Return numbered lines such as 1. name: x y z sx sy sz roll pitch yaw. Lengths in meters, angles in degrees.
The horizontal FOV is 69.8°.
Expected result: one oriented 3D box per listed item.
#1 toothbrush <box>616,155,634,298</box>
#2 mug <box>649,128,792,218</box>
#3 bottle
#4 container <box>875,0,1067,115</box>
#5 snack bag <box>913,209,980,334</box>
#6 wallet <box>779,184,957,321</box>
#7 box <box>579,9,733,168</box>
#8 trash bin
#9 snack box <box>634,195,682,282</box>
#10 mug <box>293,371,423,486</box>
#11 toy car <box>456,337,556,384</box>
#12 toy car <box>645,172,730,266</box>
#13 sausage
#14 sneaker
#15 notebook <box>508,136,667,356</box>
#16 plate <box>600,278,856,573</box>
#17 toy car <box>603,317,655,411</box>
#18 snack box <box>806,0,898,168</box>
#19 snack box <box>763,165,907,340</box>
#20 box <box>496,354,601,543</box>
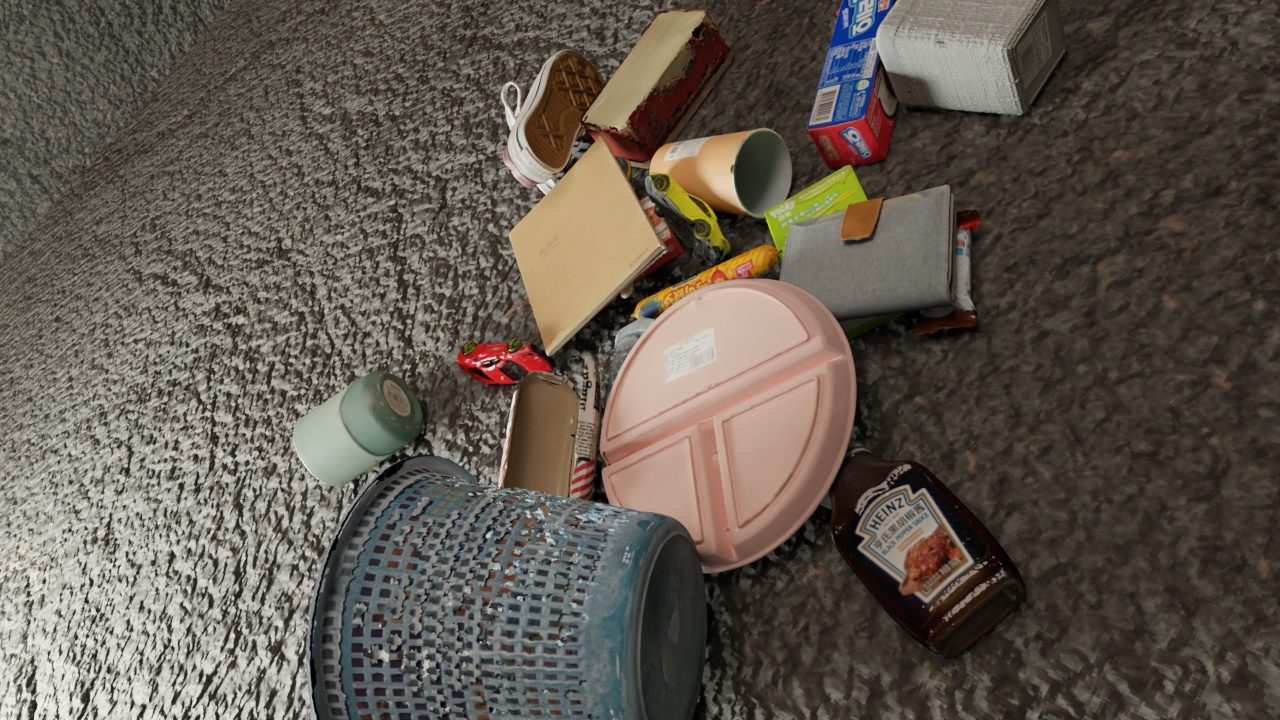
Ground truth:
1. toothbrush: -0.016 -0.133 0.884 0.016 0.018 0.191 -22 47 25
2. mug: 0.069 -0.173 0.850 0.123 0.078 0.078 13 67 47
3. bottle: 0.157 0.097 0.597 0.080 0.044 0.195 -44 42 7
4. container: 0.273 -0.260 0.749 0.114 0.090 0.090 25 76 42
5. snack bag: 0.227 -0.065 0.678 0.045 0.026 0.105 -5 58 31
6. wallet: 0.167 -0.079 0.687 0.130 0.037 0.106 -8 55 32
7. box: 0.014 -0.297 0.981 0.091 0.078 0.168 23 75 46
8. trash bin: -0.067 0.177 0.605 0.195 0.227 0.226 -2 57 21
9. snack box: -0.036 -0.097 0.905 0.153 0.025 0.075 -31 44 15
10. mug: -0.281 0.062 0.941 0.106 0.082 0.111 -33 13 14
11. toy car: -0.130 0.003 0.884 0.106 0.049 0.031 -4 57 35
12. toy car: 0.043 -0.132 0.834 0.032 0.048 0.105 -37 71 -11
13. sausage: 0.054 -0.066 0.800 0.166 0.021 0.021 -22 46 36
14. sneaker: -0.105 -0.263 1.022 0.088 0.118 0.240 -28 29 36
15. notebook: -0.061 -0.117 0.898 0.150 0.012 0.211 -42 41 17
16. plate: 0.052 0.041 0.680 0.230 0.028 0.229 -23 55 36
17. toy car: -0.005 0.005 0.800 0.049 0.031 0.105 -12 51 30
18. snack box: 0.205 -0.273 0.830 0.057 0.058 0.207 -2 58 36
19. snack box: 0.158 -0.085 0.746 0.086 0.026 0.156 -28 46 18
20. box: -0.068 0.068 0.767 0.087 0.076 0.162 -45 30 46
